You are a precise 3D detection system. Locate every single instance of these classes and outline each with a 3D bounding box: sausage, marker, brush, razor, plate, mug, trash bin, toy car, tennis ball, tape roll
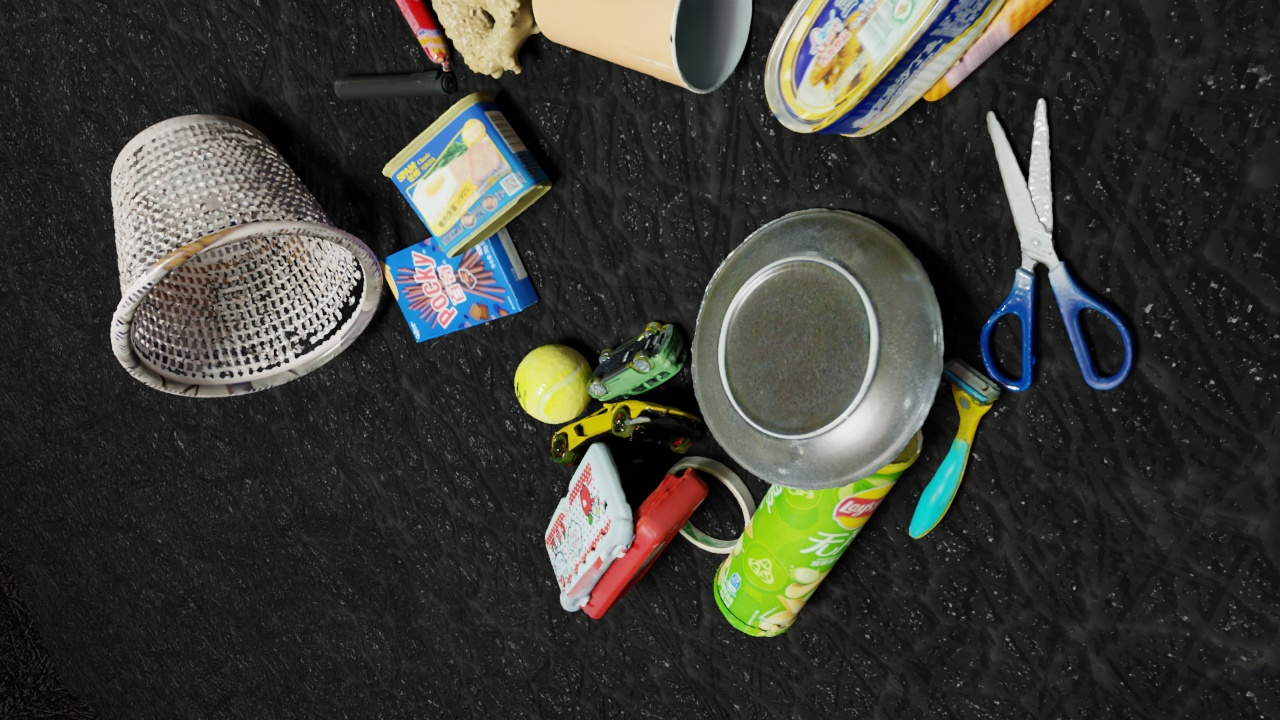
[{"bbox_3d":[0.194,-0.183,0.450,0.021,0.021,0.166,51,135,3],"label":"sausage"},{"bbox_3d":[-0.204,-0.225,0.750,0.132,0.022,0.020,10,85,35],"label":"marker"},{"bbox_3d":[-0.159,-0.308,0.658,0.254,0.045,0.083,50,139,9],"label":"brush"},{"bbox_3d":[0.197,0.063,0.591,0.043,0.028,0.133,46,138,46],"label":"razor"},{"bbox_3d":[0.099,-0.008,0.572,0.180,0.024,0.179,-5,82,39],"label":"plate"},{"bbox_3d":[-0.004,-0.215,0.559,0.123,0.078,0.078,25,129,32],"label":"mug"},{"bbox_3d":[-0.378,-0.107,0.837,0.192,0.226,0.228,58,139,24],"label":"trash bin"},{"bbox_3d":[-0.004,0.004,0.709,0.091,0.043,0.036,-24,121,37],"label":"toy car"},{"bbox_3d":[-0.071,0.019,0.757,0.065,0.065,0.066,20,126,29],"label":"tennis ball"},{"bbox_3d":[-0.185,-0.291,0.698,0.020,0.020,0.156,-24,99,45],"label":"sausage"},{"bbox_3d":[-0.012,0.060,0.736,0.156,0.071,0.041,-27,53,50],"label":"toy car"},{"bbox_3d":[0.055,0.118,0.751,0.086,0.013,0.086,20,127,29],"label":"tape roll"}]

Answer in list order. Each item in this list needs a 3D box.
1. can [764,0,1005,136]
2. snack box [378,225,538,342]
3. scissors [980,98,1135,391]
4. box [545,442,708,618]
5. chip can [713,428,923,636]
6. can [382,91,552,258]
[{"bbox_3d":[0.127,-0.178,0.474,0.149,0.049,0.074,-47,62,45],"label":"can"},{"bbox_3d":[-0.164,-0.070,0.806,0.157,0.026,0.084,-13,106,43],"label":"snack box"},{"bbox_3d":[0.216,-0.055,0.517,0.171,0.012,0.142,50,135,5],"label":"scissors"},{"bbox_3d":[-0.031,0.136,0.756,0.098,0.095,0.202,43,145,11],"label":"box"},{"bbox_3d":[0.118,0.116,0.657,0.072,0.072,0.222,36,133,17],"label":"chip can"},{"bbox_3d":[-0.131,-0.140,0.701,0.102,0.057,0.083,-34,94,21],"label":"can"}]
